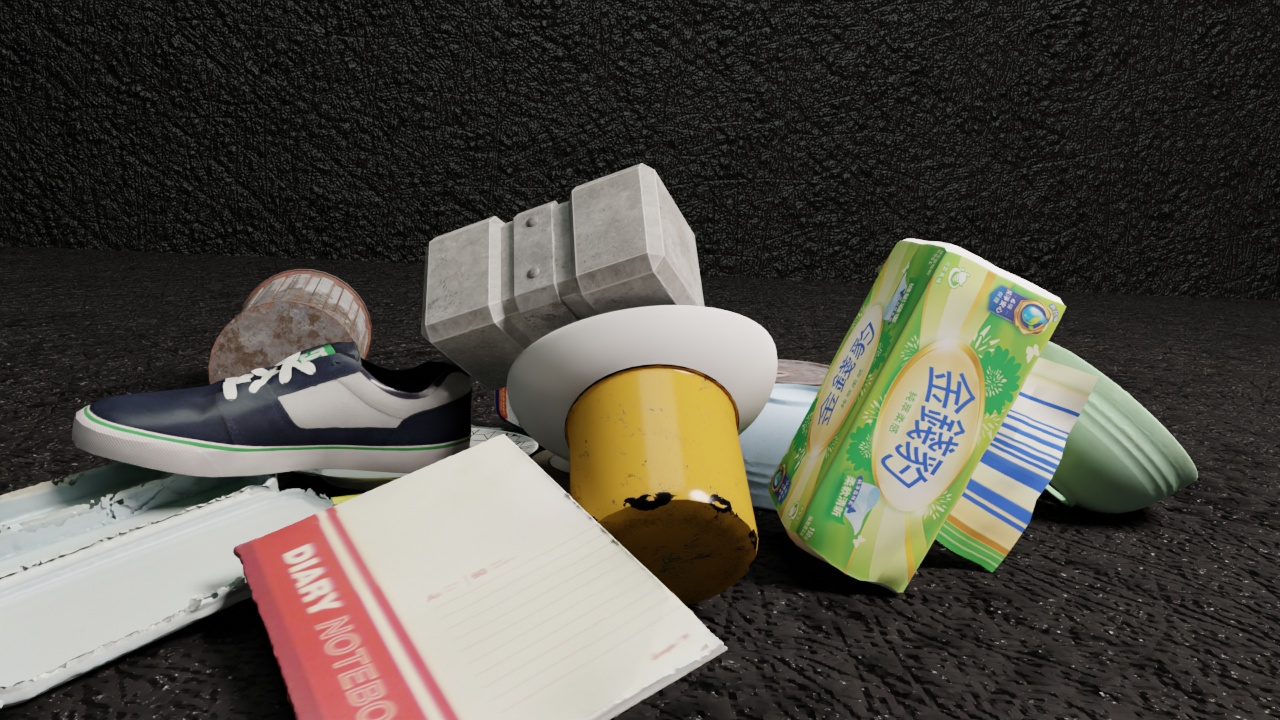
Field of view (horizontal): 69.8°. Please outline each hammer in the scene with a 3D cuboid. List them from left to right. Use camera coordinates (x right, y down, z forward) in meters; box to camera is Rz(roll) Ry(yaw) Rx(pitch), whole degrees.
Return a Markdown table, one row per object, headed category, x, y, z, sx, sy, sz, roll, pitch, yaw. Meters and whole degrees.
| category | x | y | z | sx | sy | sz | roll | pitch | yaw |
| --- | --- | --- | --- | --- | --- | --- | --- | --- | --- |
| hammer | -0.004 | 0.004 | 0.680 | 0.163 | 0.082 | 0.317 | -16 | -33 | 17 |

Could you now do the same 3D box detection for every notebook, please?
| category | x | y | z | sx | sy | sz | roll | pitch | yaw |
| --- | --- | --- | --- | --- | --- | --- | --- | --- | --- |
| notebook | -0.085 | 0.104 | 0.405 | 0.152 | 0.012 | 0.209 | -23 | 30 | -24 |

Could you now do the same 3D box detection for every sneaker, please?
| category | x | y | z | sx | sy | sz | roll | pitch | yaw |
| --- | --- | --- | --- | --- | --- | --- | --- | --- | --- |
| sneaker | -0.224 | 0.025 | 0.583 | 0.235 | 0.079 | 0.084 | 3 | 14 | -24 |

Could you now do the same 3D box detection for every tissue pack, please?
| category | x | y | z | sx | sy | sz | roll | pitch | yaw |
| --- | --- | --- | --- | --- | --- | --- | --- | --- | --- |
| tissue pack | 0.186 | 0.042 | 0.555 | 0.141 | 0.198 | 0.120 | 25 | 15 | -4 |

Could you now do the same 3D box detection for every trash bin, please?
| category | x | y | z | sx | sy | sz | roll | pitch | yaw |
| --- | --- | --- | --- | --- | --- | --- | --- | --- | --- |
| trash bin | -0.323 | -0.012 | 0.868 | 0.130 | 0.131 | 0.211 | 0 | 12 | -15 |

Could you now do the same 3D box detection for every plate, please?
| category | x | y | z | sx | sy | sz | roll | pitch | yaw |
| --- | --- | --- | --- | --- | --- | --- | --- | --- | --- |
| plate | -0.172 | 0.076 | 0.696 | 0.188 | 0.016 | 0.188 | -1 | 6 | 0 |

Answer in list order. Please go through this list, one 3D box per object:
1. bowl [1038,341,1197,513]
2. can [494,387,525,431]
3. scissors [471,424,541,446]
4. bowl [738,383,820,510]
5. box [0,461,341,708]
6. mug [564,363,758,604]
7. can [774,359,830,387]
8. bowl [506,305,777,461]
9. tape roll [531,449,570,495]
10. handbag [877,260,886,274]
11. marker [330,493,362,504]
| category | x | y | z | sx | sy | sz | roll | pitch | yaw |
| --- | --- | --- | --- | --- | --- | --- | --- | --- | --- |
| bowl | 0.325 | 0.060 | 0.689 | 0.151 | 0.077 | 0.151 | 44 | 6 | -6 |
| can | -0.055 | 0.032 | 0.781 | 0.116 | 0.056 | 0.092 | -9 | 17 | -36 |
| scissors | -0.086 | 0.065 | 0.807 | 0.126 | 0.019 | 0.144 | -5 | 11 | -33 |
| bowl | 0.121 | 0.061 | 0.721 | 0.150 | 0.075 | 0.150 | 2 | 10 | -1 |
| box | -0.277 | 0.101 | 0.494 | 0.189 | 0.037 | 0.208 | 18 | 23 | 30 |
| mug | 0.016 | 0.078 | 0.505 | 0.101 | 0.124 | 0.094 | -25 | 40 | 17 |
| can | 0.155 | 0.032 | 0.974 | 0.130 | 0.044 | 0.130 | 2 | 10 | -1 |
| bowl | 0.005 | 0.034 | 0.590 | 0.176 | 0.066 | 0.177 | -7 | -24 | -3 |
| tape roll | -0.033 | 0.087 | 0.659 | 0.094 | 0.030 | 0.093 | 2 | 10 | -1 |
| handbag | 0.217 | 0.018 | 0.688 | 0.113 | 0.186 | 0.117 | 14 | -26 | 5 |
| marker | -0.210 | 0.100 | 0.588 | 0.123 | 0.018 | 0.021 | -4 | 44 | -27 |
